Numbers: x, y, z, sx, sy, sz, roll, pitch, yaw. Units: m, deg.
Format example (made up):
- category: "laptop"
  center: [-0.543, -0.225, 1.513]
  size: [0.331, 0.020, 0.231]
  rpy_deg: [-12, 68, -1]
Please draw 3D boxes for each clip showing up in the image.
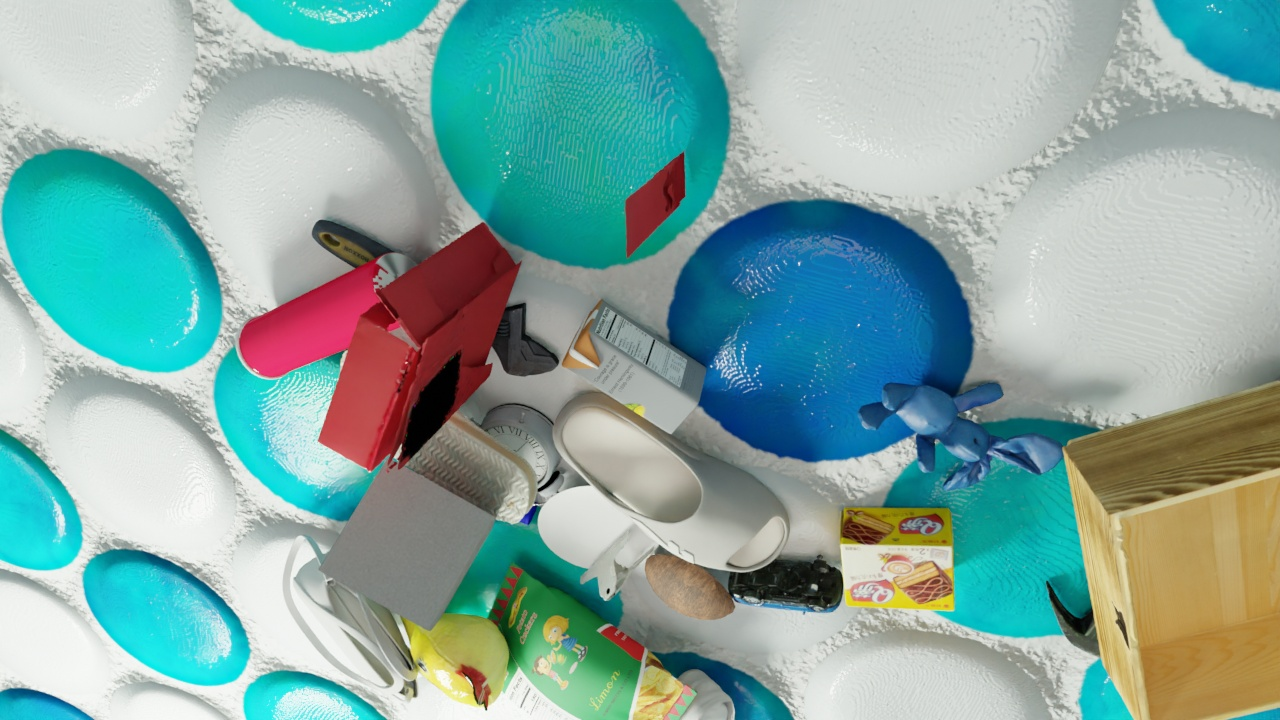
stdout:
- category: "clip"
  center: [-0.026, 0.233, 1.006]
  size: [0.102, 0.057, 0.052]
  rpy_deg: [-49, 60, 34]

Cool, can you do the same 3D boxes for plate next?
- category: "plate"
  center: [-0.044, 0.181, 1.000]
  size: [0.134, 0.011, 0.135]
  rpy_deg: [4, 128, 5]

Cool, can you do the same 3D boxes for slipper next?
- category: "slipper"
  center: [0.055, 0.472, 1.118]
  size: [0.112, 0.074, 0.247]
  rpy_deg: [-5, 125, -16]
- category: "slipper"
  center: [-0.204, 0.067, 0.943]
  size: [0.263, 0.052, 0.115]
  rpy_deg: [33, 124, 19]
- category: "slipper"
  center: [0.027, 0.130, 0.908]
  size: [0.266, 0.080, 0.113]
  rpy_deg: [36, 101, -3]

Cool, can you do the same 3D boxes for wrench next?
- category: "wrench"
  center: [-0.200, -0.064, 0.906]
  size: [0.273, 0.022, 0.073]
  rpy_deg: [29, 118, -2]

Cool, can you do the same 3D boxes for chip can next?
- category: "chip can"
  center: [-0.305, -0.041, 0.903]
  size: [0.221, 0.069, 0.069]
  rpy_deg: [-17, 114, 34]

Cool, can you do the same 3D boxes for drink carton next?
- category: "drink carton"
  center: [-0.005, 0.005, 0.861]
  size: [0.125, 0.076, 0.049]
  rpy_deg: [33, 123, -9]

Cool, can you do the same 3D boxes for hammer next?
- category: "hammer"
  center: [0.486, 0.157, 0.832]
  size: [0.130, 0.032, 0.320]
  rpy_deg: [20, 122, 5]

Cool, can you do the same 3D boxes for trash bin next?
- category: "trash bin"
  center: [-0.228, 0.188, 0.934]
  size: [0.114, 0.114, 0.229]
  rpy_deg: [30, 164, -2]

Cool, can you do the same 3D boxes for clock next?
- category: "clock"
  center: [-0.129, 0.105, 0.976]
  size: [0.095, 0.035, 0.123]
  rpy_deg: [-7, 116, 20]

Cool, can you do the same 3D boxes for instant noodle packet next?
- category: "instant noodle packet"
  center: [-0.077, 0.370, 1.080]
  size: [0.253, 0.090, 0.196]
  rpy_deg: [32, 125, 11]

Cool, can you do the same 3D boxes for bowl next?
- category: "bowl"
  center: [0.046, 0.252, 0.990]
  size: [0.102, 0.026, 0.114]
  rpy_deg: [50, 146, -18]

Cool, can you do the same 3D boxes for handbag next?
- category: "handbag"
  center: [-0.332, 0.313, 1.066]
  size: [0.223, 0.095, 0.216]
  rpy_deg: [7, 130, 58]

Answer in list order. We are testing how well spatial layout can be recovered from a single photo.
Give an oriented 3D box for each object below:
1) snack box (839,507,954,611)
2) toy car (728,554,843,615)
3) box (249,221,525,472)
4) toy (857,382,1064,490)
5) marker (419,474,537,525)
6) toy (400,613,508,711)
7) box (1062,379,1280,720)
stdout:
- category: "snack box"
  center: [0.252, 0.194, 0.902]
  size: [0.106, 0.061, 0.084]
  rpy_deg: [-2, 119, 18]
- category: "toy car"
  center: [0.153, 0.236, 0.963]
  size: [0.120, 0.056, 0.043]
  rpy_deg: [-1, 142, 23]
- category: "box"
  center: [-0.216, -0.035, 0.795]
  size: [0.153, 0.213, 0.165]
  rpy_deg: [25, 116, 2]
- category: "toy"
  center: [0.272, 0.067, 0.821]
  size: [0.176, 0.070, 0.113]
  rpy_deg: [25, 126, -12]
- category: "marker"
  center: [-0.182, 0.148, 1.024]
  size: [0.133, 0.027, 0.023]
  rpy_deg: [19, 123, 7]
- category: "toy"
  center: [-0.224, 0.336, 1.080]
  size: [0.208, 0.092, 0.134]
  rpy_deg: [11, 138, 45]
- category: "box"
  center: [0.526, 0.211, 0.651]
  size: [0.286, 0.333, 0.279]
  rpy_deg: [-20, 117, 9]
